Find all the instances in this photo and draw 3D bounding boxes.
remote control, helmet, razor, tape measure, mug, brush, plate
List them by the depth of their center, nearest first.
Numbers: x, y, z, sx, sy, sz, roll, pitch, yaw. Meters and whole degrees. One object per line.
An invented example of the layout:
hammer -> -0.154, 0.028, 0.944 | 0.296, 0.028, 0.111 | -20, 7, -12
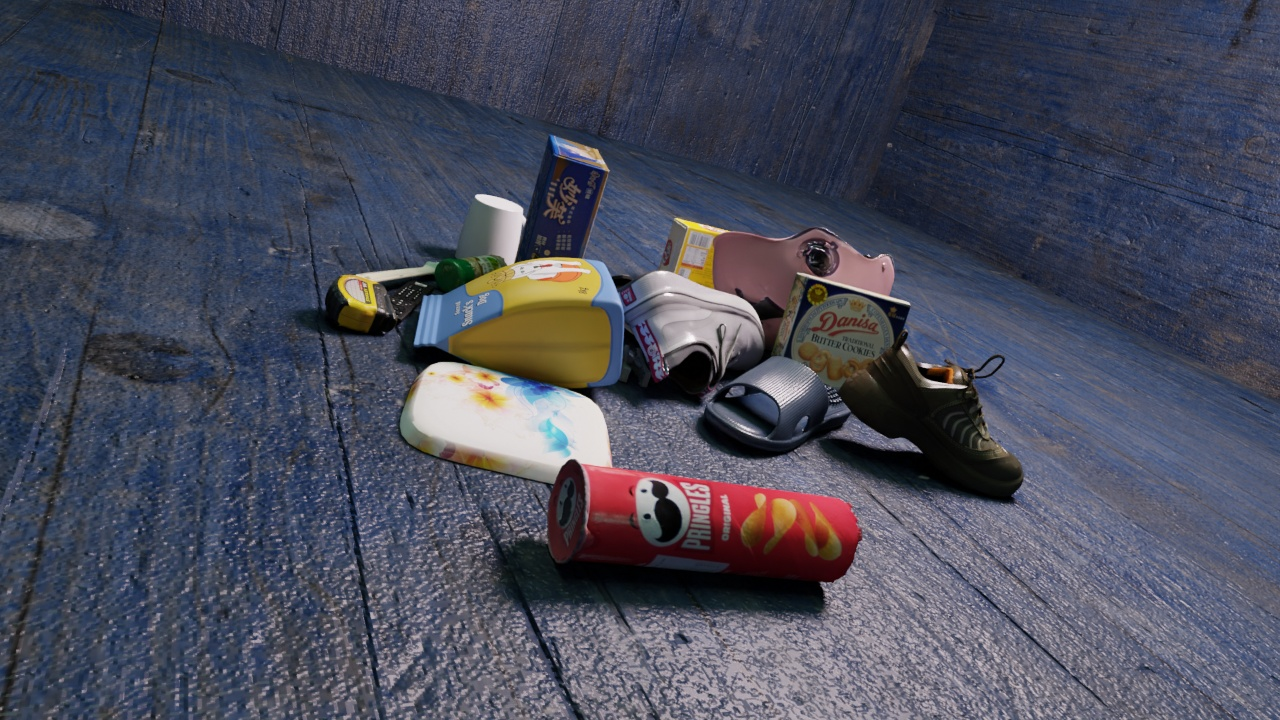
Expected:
plate -> -0.115, 0.050, 0.822 | 0.187, 0.016, 0.186 | 14, 19, -11
tape measure -> -0.286, -0.056, 0.928 | 0.064, 0.037, 0.065 | 9, 34, -41
remote control -> -0.263, -0.068, 1.029 | 0.030, 0.009, 0.140 | 17, 19, -3
brush -> -0.274, -0.105, 1.093 | 0.033, 0.012, 0.217 | 20, 13, 12
razor -> -0.011, -0.052, 1.157 | 0.057, 0.060, 0.156 | 14, 35, -48
helmet -> 0.210, -0.088, 1.270 | 0.255, 0.152, 0.230 | 18, -7, -20
mug -> -0.191, -0.173, 1.270 | 0.114, 0.088, 0.081 | 7, 22, -30

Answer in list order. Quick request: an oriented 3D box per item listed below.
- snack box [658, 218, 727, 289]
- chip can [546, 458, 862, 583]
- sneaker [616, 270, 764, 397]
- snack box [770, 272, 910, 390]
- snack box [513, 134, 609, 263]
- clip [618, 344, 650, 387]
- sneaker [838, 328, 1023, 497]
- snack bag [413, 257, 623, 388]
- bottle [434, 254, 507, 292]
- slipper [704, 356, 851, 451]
snack box -> 0.149, -0.147, 1.476 | 0.230, 0.110, 0.061 | 10, 17, -24
chip can -> 0.051, 0.124, 0.684 | 0.232, 0.073, 0.073 | 11, 20, -24
sneaker -> 0.076, -0.011, 1.070 | 0.262, 0.097, 0.128 | 19, 51, -51
snack box -> 0.247, -0.023, 1.157 | 0.144, 0.145, 0.042 | 14, 10, -11
snack box -> -0.106, -0.161, 1.134 | 0.069, 0.203, 0.155 | 14, 19, -14
clip -> -0.016, 0.003, 1.039 | 0.049, 0.023, 0.078 | 11, 22, -22
sneaker -> 0.355, 0.045, 1.035 | 0.238, 0.143, 0.101 | 31, 15, -12
snack bag -> -0.129, -0.043, 0.967 | 0.205, 0.102, 0.159 | 0, 22, -9
bottle -> -0.209, -0.109, 1.149 | 0.043, 0.043, 0.110 | 25, 19, 19
slipper -> 0.165, 0.035, 1.027 | 0.101, 0.083, 0.263 | 28, 20, 32
